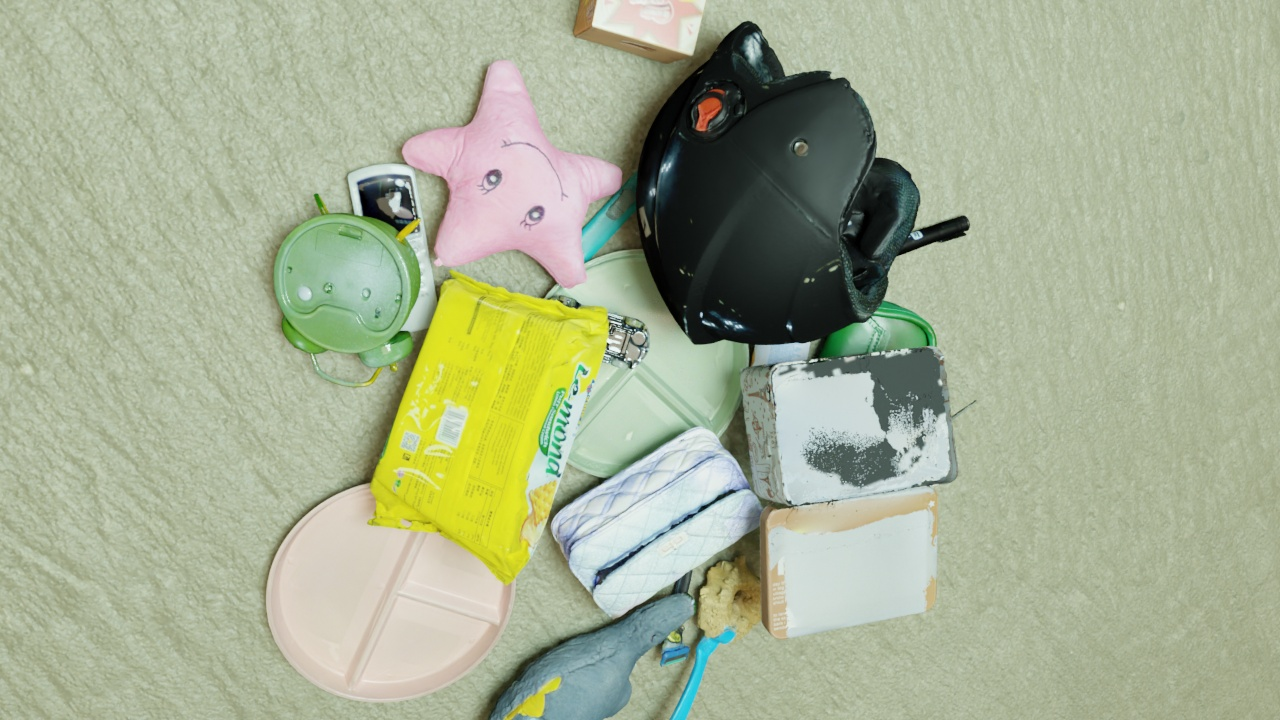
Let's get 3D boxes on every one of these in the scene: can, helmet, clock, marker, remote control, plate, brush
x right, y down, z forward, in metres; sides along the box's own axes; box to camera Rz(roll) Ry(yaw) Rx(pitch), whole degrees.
[{"bbox_3d":[0.140,-0.018,0.905,0.053,0.053,0.134,11,90,-18],"label":"can"},{"bbox_3d":[0.105,-0.141,0.786,0.231,0.233,0.274,-27,73,19],"label":"helmet"},{"bbox_3d":[-0.246,-0.053,0.781,0.116,0.056,0.161,14,107,2],"label":"clock"},{"bbox_3d":[0.279,-0.121,0.948,0.132,0.020,0.022,-19,124,-12],"label":"marker"},{"bbox_3d":[-0.217,-0.098,0.812,0.058,0.021,0.150,-11,106,-13],"label":"remote control"},{"bbox_3d":[-0.005,0.005,0.893,0.230,0.027,0.230,-4,104,-16],"label":"plate"},{"bbox_3d":[-0.235,0.219,0.879,0.229,0.028,0.230,-4,105,-15],"label":"plate"},{"bbox_3d":[0.061,0.324,0.961,0.083,0.046,0.254,33,81,-30],"label":"brush"}]

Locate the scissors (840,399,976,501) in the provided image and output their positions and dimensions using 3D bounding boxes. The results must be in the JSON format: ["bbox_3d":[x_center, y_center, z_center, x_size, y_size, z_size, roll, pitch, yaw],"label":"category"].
[{"bbox_3d":[0.280,0.091,0.967,0.177,0.014,0.159,-37,149,7],"label":"scissors"}]

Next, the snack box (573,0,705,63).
[{"bbox_3d":[0.003,-0.318,0.791,0.092,0.077,0.094,11,100,-18],"label":"snack box"}]

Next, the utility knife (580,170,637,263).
[{"bbox_3d":[-0.012,-0.153,0.861,0.029,0.013,0.193,43,89,-21],"label":"utility knife"}]

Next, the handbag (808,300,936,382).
[{"bbox_3d":[0.227,0.000,0.935,0.120,0.068,0.131,18,97,-19],"label":"handbag"}]

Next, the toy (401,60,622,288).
[{"bbox_3d":[-0.111,-0.140,0.802,0.194,0.075,0.178,44,80,-20],"label":"toy"}]

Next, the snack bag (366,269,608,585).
[{"bbox_3d":[-0.137,0.049,0.792,0.158,0.068,0.246,19,89,18],"label":"snack bag"}]

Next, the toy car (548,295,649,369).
[{"bbox_3d":[-0.043,-0.026,0.842,0.105,0.031,0.049,18,99,-8],"label":"toy car"}]

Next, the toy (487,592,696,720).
[{"bbox_3d":[-0.081,0.362,0.925,0.138,0.091,0.356,35,94,-32],"label":"toy"}]

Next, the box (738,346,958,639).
[{"bbox_3d":[0.197,0.125,0.850,0.178,0.088,0.262,-6,90,-14],"label":"box"}]

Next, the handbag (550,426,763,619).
[{"bbox_3d":[0.019,0.163,0.898,0.194,0.075,0.134,-33,132,-1],"label":"handbag"}]

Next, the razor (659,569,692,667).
[{"bbox_3d":[0.043,0.250,0.968,0.042,0.022,0.143,3,100,-51],"label":"razor"}]
